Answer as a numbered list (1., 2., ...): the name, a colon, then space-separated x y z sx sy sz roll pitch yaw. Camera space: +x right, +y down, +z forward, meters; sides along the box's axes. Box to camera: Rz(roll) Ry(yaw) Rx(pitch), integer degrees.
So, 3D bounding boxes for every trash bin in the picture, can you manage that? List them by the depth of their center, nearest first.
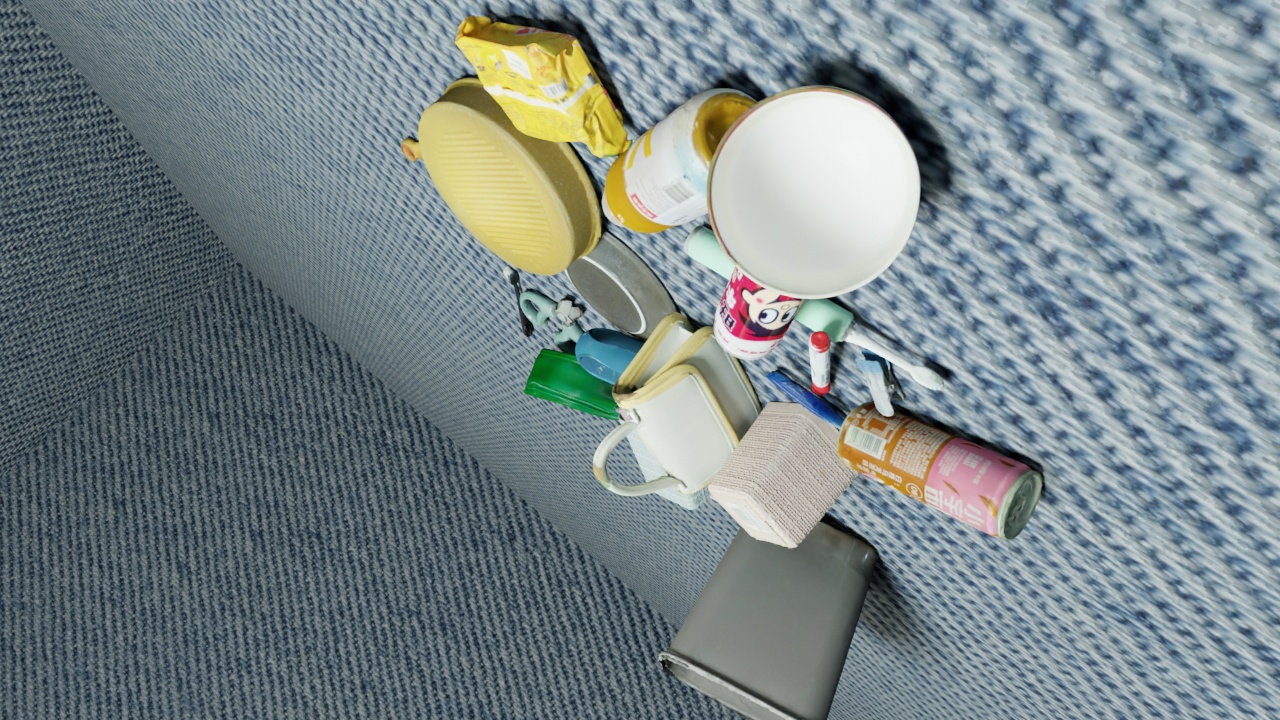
1. trash bin: 0.155 0.299 1.065 0.199 0.219 0.199 24 159 13

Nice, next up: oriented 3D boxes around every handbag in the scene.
1. handbag: 0.033 0.066 0.881 0.063 0.178 0.163 20 153 42
2. handbag: -0.081 0.037 1.213 0.120 0.068 0.131 28 170 -32

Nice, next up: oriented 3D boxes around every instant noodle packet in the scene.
1. instant noodle packet: -0.072 -0.205 0.682 0.128 0.044 0.111 30 166 44

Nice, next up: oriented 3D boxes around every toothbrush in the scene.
1. toothbrush: 0.126 -0.040 0.685 0.224 0.026 0.027 34 -175 23
2. toothbrush: -0.161 -0.075 1.227 0.018 0.015 0.181 42 163 19

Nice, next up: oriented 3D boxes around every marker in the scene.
1. marker: 0.141 0.003 0.717 0.017 0.017 0.145 36 175 18

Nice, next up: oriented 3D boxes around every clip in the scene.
1. clip: 0.185 0.017 0.707 0.025 0.032 0.057 16 146 50

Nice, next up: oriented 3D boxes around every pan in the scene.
1. pan: -0.167 -0.190 0.915 0.358 0.078 0.198 14 142 45

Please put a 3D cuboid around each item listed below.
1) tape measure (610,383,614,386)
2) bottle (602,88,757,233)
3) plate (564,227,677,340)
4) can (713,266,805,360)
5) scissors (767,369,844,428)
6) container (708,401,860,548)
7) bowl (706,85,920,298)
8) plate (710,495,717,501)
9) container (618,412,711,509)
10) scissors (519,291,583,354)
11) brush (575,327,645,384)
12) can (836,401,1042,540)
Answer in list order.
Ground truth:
1. tape measure: -0.013 0.008 1.037 0.039 0.057 0.058 50 171 -24
2. bottle: 0.022 -0.127 0.627 0.068 0.068 0.190 46 162 -13
3. plate: -0.032 -0.075 0.939 0.179 0.024 0.180 37 162 14
4. can: 0.090 -0.055 0.630 0.053 0.053 0.133 38 148 12
5. scissors: 0.180 0.059 0.796 0.172 0.012 0.132 36 179 32
6. container: 0.136 0.110 0.877 0.090 0.110 0.090 47 162 -17
7. bowl: 0.099 -0.097 0.516 0.113 0.114 0.062 42 -154 0
8. plate: 0.087 0.130 1.146 0.192 0.039 0.193 37 162 14
9. container: 0.046 0.094 1.016 0.090 0.090 0.111 18 135 49
10. scissors: -0.090 -0.043 1.150 0.143 0.019 0.180 47 160 -16
11. brush: -0.006 0.006 0.967 0.144 0.055 0.073 23 -179 17
12. can: 0.226 0.082 0.708 0.147 0.057 0.058 26 156 42
